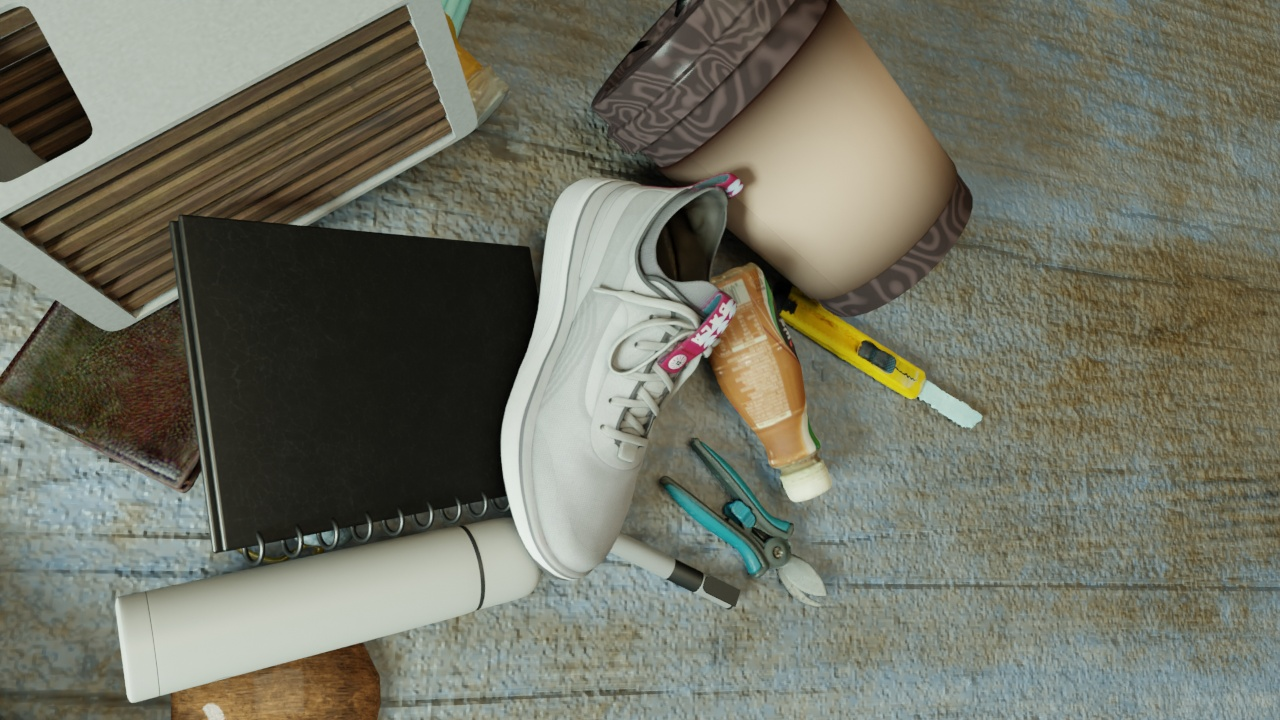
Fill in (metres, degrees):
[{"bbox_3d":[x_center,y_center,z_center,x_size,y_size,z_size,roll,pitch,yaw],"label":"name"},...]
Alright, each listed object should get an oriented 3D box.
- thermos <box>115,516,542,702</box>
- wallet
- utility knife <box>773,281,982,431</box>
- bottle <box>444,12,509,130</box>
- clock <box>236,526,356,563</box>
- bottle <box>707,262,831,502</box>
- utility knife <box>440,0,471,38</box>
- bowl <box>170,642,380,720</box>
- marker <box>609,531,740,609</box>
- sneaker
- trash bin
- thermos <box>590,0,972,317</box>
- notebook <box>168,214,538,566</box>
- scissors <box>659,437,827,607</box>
[{"bbox_3d":[-0.161,0.131,0.510,0.223,0.052,0.052,-7,83,-31],"label":"thermos"},{"bbox_3d":[-0.273,0.004,0.501,0.120,0.031,0.099,24,74,5],"label":"wallet"},{"bbox_3d":[0.185,0.000,0.709,0.206,0.018,0.030,31,80,-18],"label":"utility knife"},{"bbox_3d":[-0.166,-0.226,0.586,0.186,0.053,0.053,43,68,-11],"label":"bottle"},{"bbox_3d":[-0.188,0.055,0.527,0.090,0.052,0.129,36,69,-13],"label":"clock"},{"bbox_3d":[0.087,0.017,0.640,0.059,0.059,0.167,-23,90,-24],"label":"bottle"},{"bbox_3d":[-0.117,-0.275,0.635,0.022,0.015,0.119,23,71,-18],"label":"utility knife"},{"bbox_3d":[-0.201,0.190,0.512,0.114,0.026,0.101,42,69,-10],"label":"bowl"},{"bbox_3d":[0.004,0.131,0.610,0.140,0.016,0.016,29,71,-15],"label":"marker"},{"bbox_3d":[-0.003,0.003,0.559,0.096,0.129,0.262,25,68,-44],"label":"sneaker"},{"bbox_3d":[-0.220,-0.137,0.471,0.228,0.114,0.114,-32,73,-10],"label":"trash bin"},{"bbox_3d":[0.103,-0.151,0.624,0.226,0.173,0.172,42,68,-17],"label":"thermos"},{"bbox_3d":[-0.135,0.011,0.518,0.231,0.019,0.169,-3,81,-51],"label":"notebook"},{"bbox_3d":[0.076,0.112,0.641,0.132,0.019,0.148,1,79,-21],"label":"scissors"}]
